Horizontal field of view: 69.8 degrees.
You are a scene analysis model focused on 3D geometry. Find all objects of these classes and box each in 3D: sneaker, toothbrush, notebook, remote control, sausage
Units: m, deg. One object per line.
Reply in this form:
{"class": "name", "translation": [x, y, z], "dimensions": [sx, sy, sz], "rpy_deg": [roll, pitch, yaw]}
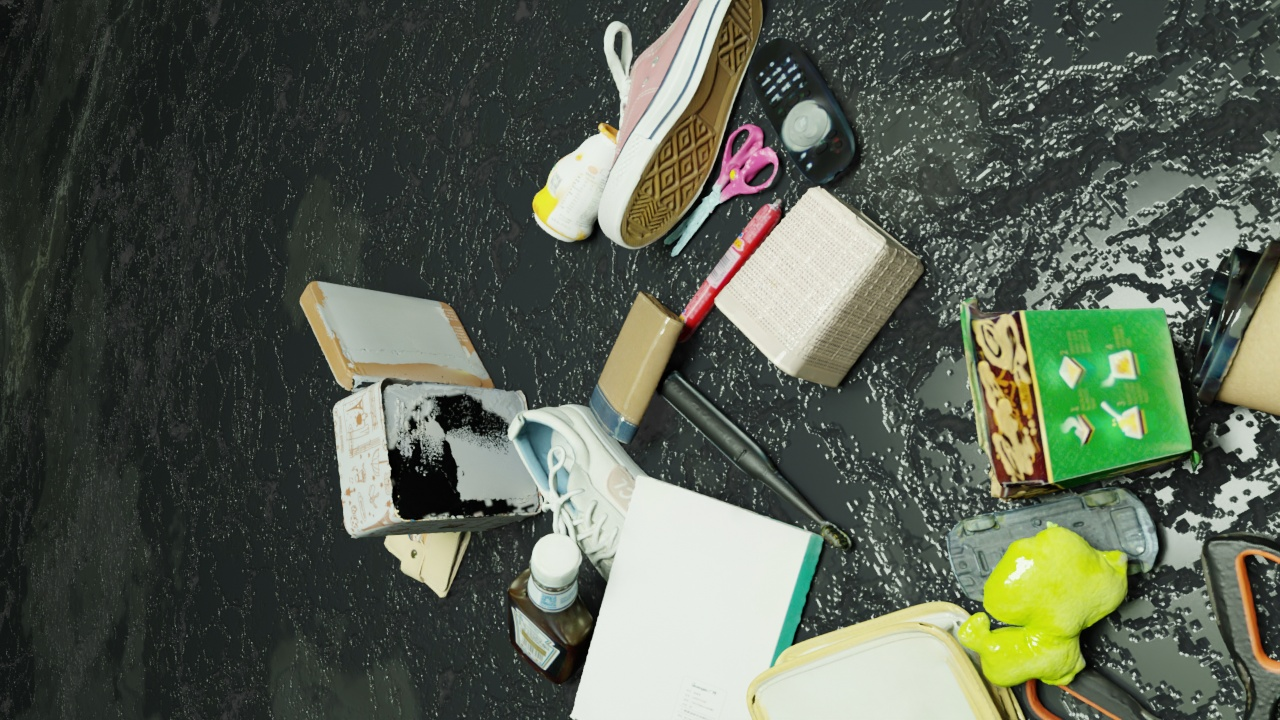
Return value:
{"class": "sneaker", "translation": [0.017, -0.210, 0.766], "dimensions": [0.088, 0.118, 0.241], "rpy_deg": [23, 87, 34]}
{"class": "toothbrush", "translation": [0.085, 0.076, 0.721], "dimensions": [0.212, 0.027, 0.026], "rpy_deg": [43, 105, 36]}
{"class": "notebook", "translation": [0.040, 0.209, 0.711], "dimensions": [0.150, 0.012, 0.209], "rpy_deg": [17, 97, 13]}
{"class": "remote control", "translation": [0.129, -0.196, 0.723], "dimensions": [0.053, 0.024, 0.136], "rpy_deg": [-37, 63, 29]}
{"class": "sneaker", "translation": [-0.035, 0.128, 0.775], "dimensions": [0.090, 0.090, 0.242], "rpy_deg": [-53, 56, 23]}
{"class": "sausage", "translation": [0.068, -0.070, 0.761], "dimensions": [0.156, 0.020, 0.020], "rpy_deg": [-53, 55, 22]}

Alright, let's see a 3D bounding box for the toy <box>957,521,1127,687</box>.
{"class": "toy", "translation": [0.235, 0.145, 0.538], "dimensions": [0.097, 0.031, 0.100], "rpy_deg": [-6, 98, 9]}

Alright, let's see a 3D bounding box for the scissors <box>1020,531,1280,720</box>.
{"class": "scissors", "translation": [0.326, 0.204, 0.508], "dimensions": [0.235, 0.021, 0.221], "rpy_deg": [12, 96, 40]}

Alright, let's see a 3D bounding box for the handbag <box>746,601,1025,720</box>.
{"class": "handbag", "translation": [0.177, 0.262, 0.608], "dimensions": [0.164, 0.063, 0.178], "rpy_deg": [-32, 79, 33]}

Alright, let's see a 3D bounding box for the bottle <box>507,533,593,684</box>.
{"class": "bottle", "translation": [-0.074, 0.203, 0.756], "dimensions": [0.080, 0.043, 0.195], "rpy_deg": [36, 146, 19]}

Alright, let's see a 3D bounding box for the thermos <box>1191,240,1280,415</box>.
{"class": "thermos", "translation": [0.360, -0.002, 0.465], "dimensions": [0.143, 0.093, 0.093], "rpy_deg": [25, 100, 31]}

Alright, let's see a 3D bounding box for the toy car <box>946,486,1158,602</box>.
{"class": "toy car", "translation": [0.253, 0.114, 0.569], "dimensions": [0.121, 0.036, 0.054], "rpy_deg": [-20, 79, 27]}

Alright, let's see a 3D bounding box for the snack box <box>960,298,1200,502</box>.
{"class": "snack box", "translation": [0.257, 0.020, 0.539], "dimensions": [0.106, 0.118, 0.117], "rpy_deg": [-11, 77, 26]}

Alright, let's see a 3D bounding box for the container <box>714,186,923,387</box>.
{"class": "container", "translation": [0.131, -0.054, 0.662], "dimensions": [0.111, 0.089, 0.090], "rpy_deg": [-53, 55, 19]}

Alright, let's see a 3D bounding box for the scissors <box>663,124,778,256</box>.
{"class": "scissors", "translation": [0.060, -0.145, 0.782], "dimensions": [0.138, 0.017, 0.073], "rpy_deg": [-39, 56, 35]}

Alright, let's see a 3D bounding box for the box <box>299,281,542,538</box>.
{"class": "box", "translation": [-0.211, 0.036, 0.878], "dimensions": [0.111, 0.178, 0.259], "rpy_deg": [-24, 69, 35]}

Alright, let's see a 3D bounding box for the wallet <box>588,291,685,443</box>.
{"class": "wallet", "translation": [-0.005, 0.005, 0.788], "dimensions": [0.115, 0.033, 0.090], "rpy_deg": [-67, 21, 11]}

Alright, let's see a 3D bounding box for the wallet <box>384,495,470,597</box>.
{"class": "wallet", "translation": [-0.231, 0.192, 0.977], "dimensions": [0.115, 0.024, 0.087], "rpy_deg": [24, 101, 38]}

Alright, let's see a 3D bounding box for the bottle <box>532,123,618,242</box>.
{"class": "bottle", "translation": [-0.051, -0.164, 0.845], "dimensions": [0.109, 0.063, 0.063], "rpy_deg": [-53, 55, 22]}
